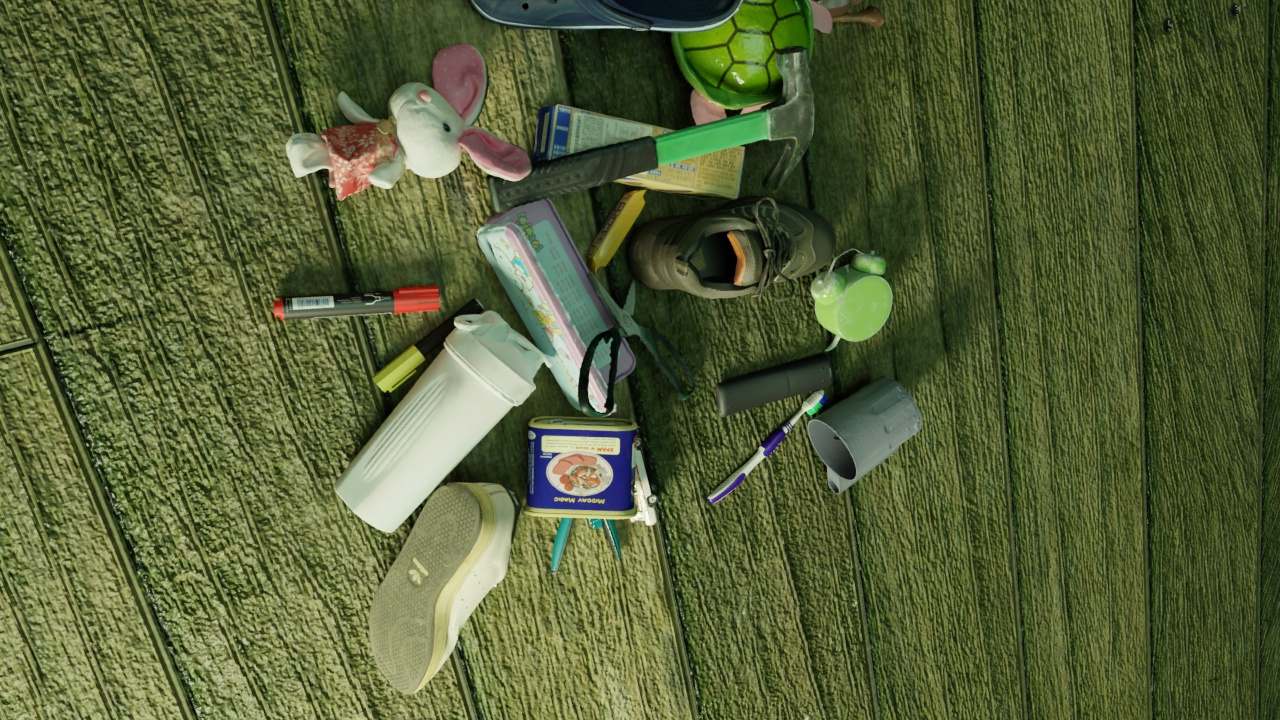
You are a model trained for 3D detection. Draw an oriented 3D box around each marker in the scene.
[{"bbox_3d":[-0.201,-0.015,0.880,0.123,0.017,0.021,-40,115,-12],"label":"marker"},{"bbox_3d":[-0.259,-0.053,0.844,0.144,0.021,0.023,-5,111,-22],"label":"marker"}]

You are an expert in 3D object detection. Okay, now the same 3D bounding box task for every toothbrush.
[{"bbox_3d":[0.148,0.100,1.059,0.186,0.015,0.016,-43,119,-8],"label":"toothbrush"}]

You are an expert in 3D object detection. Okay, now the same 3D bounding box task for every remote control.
[{"bbox_3d":[0.154,0.028,1.042,0.151,0.020,0.041,-15,106,-19],"label":"remote control"}]

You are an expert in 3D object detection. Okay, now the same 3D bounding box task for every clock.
[{"bbox_3d":[0.239,-0.071,1.033,0.094,0.042,0.119,-31,123,-15],"label":"clock"}]

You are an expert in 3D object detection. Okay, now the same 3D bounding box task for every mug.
[{"bbox_3d":[0.264,0.091,1.079,0.103,0.084,0.124,-32,136,-16],"label":"mug"}]

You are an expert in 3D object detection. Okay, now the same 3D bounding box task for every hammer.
[{"bbox_3d":[0.014,-0.193,0.854,0.318,0.032,0.130,-17,123,-12],"label":"hammer"}]

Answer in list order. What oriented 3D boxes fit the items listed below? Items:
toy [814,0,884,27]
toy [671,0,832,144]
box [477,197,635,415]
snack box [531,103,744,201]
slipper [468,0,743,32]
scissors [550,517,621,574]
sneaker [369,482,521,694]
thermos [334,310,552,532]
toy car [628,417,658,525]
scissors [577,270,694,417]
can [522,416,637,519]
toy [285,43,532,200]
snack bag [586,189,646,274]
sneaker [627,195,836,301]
[{"bbox_3d":[0.205,-0.376,0.960,0.101,0.041,0.055,-8,128,-13],"label":"toy"},{"bbox_3d":[0.103,-0.335,0.896,0.190,0.087,0.238,6,96,-7],"label":"toy"},{"bbox_3d":[-0.071,-0.051,0.886,0.089,0.092,0.214,-33,113,-13],"label":"box"},{"bbox_3d":[-0.002,-0.201,0.903,0.206,0.057,0.056,7,96,-24],"label":"snack box"},{"bbox_3d":[-0.029,-0.347,0.808,0.253,0.095,0.105,2,101,-4],"label":"slipper"},{"bbox_3d":[-0.063,0.168,0.982,0.124,0.019,0.156,-39,112,-12],"label":"scissors"},{"bbox_3d":[-0.187,0.217,0.911,0.102,0.089,0.242,-8,129,-59],"label":"sneaker"},{"bbox_3d":[-0.188,0.055,0.861,0.099,0.099,0.220,43,87,-25],"label":"thermos"},{"bbox_3d":[-0.007,0.121,0.987,0.039,0.039,0.113,-14,108,2],"label":"toy car"},{"bbox_3d":[-0.005,0.005,0.908,0.202,0.015,0.201,51,37,-32],"label":"scissors"},{"bbox_3d":[-0.059,0.107,0.930,0.116,0.056,0.092,2,96,1],"label":"can"},{"bbox_3d":[-0.206,-0.196,0.798,0.194,0.084,0.159,-17,68,-13],"label":"toy"},{"bbox_3d":[-0.025,-0.132,0.924,0.020,0.026,0.099,33,89,-26],"label":"snack bag"},{"bbox_3d":[0.119,-0.116,0.924,0.237,0.143,0.101,-10,106,-23],"label":"sneaker"}]
